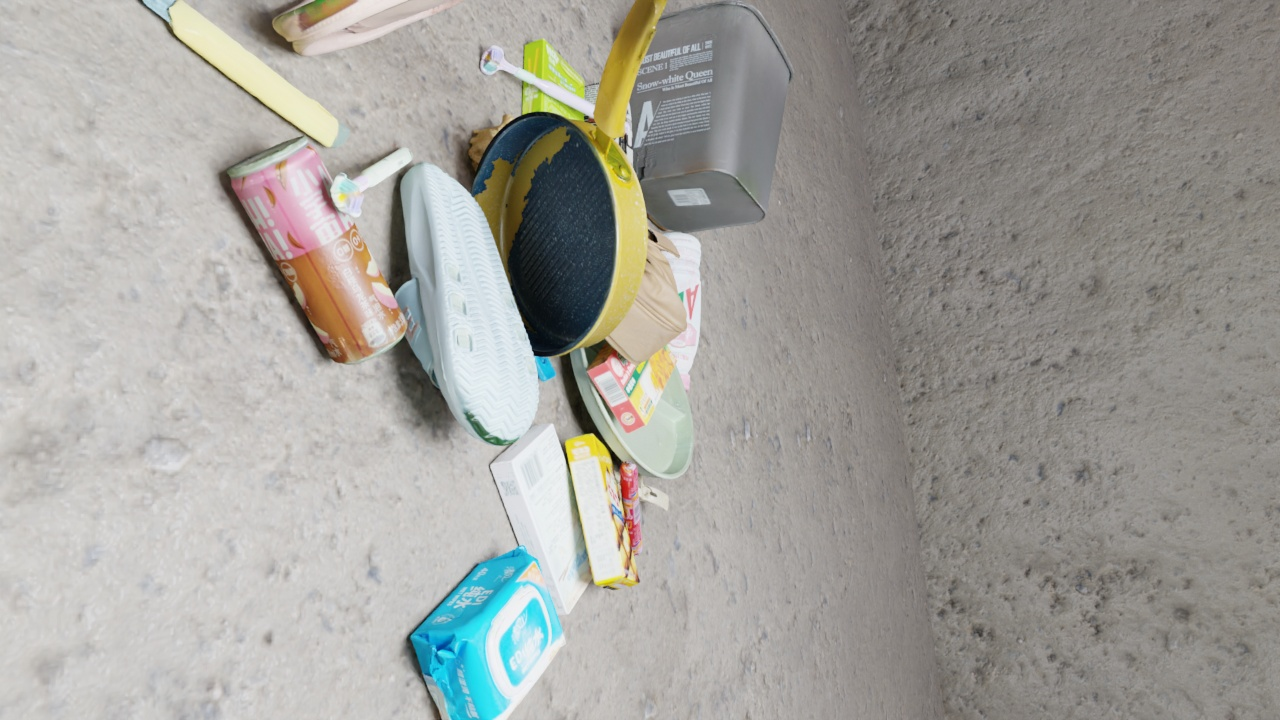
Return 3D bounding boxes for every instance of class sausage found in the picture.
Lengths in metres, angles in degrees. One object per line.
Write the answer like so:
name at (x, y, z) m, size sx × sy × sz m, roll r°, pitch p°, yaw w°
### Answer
sausage at (-0.010, 0.157, 0.955) m, size 0.020 × 0.020 × 0.156 m, roll -70°, pitch 163°, yaw -46°

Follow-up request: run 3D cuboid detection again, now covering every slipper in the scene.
slipper at (-0.152, -0.045, 0.726) m, size 0.104 × 0.074 × 0.245 m, roll 24°, pitch 44°, yaw -60°

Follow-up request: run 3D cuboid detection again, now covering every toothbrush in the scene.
toothbrush at (-0.189, -0.135, 0.665) m, size 0.189 × 0.020 × 0.029 m, roll -95°, pitch 168°, yaw -69°
toothbrush at (-0.080, -0.272, 0.940) m, size 0.189 × 0.029 × 0.021 m, roll 15°, pitch 28°, yaw -42°

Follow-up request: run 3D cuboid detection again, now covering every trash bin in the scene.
trash bin at (0.076, -0.297, 1.166) m, size 0.198 × 0.199 × 0.219 m, roll 32°, pitch 59°, yaw -56°

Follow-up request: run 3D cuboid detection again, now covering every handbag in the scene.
handbag at (-0.025, -0.099, 0.910) m, size 0.147 × 0.100 × 0.204 m, roll 36°, pitch 21°, yaw -39°
handbag at (-0.165, -0.281, 0.662) m, size 0.093 × 0.194 × 0.233 m, roll 62°, pitch 40°, yaw -29°

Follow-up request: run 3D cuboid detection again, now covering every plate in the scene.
plate at (-0.010, 0.023, 0.998) m, size 0.230 × 0.028 × 0.229 m, roll 45°, pitch 31°, yaw -39°

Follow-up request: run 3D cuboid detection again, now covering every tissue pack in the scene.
tissue pack at (-0.113, 0.217, 0.716) m, size 0.139 × 0.063 × 0.090 m, roll -41°, pitch 118°, yaw -61°

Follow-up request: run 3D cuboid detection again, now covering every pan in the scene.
pan at (-0.045, -0.147, 0.694) m, size 0.078 × 0.359 × 0.197 m, roll -9°, pitch 60°, yaw -44°

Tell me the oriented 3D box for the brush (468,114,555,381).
brush at (-0.113, -0.105, 0.871) m, size 0.083 × 0.046 × 0.255 m, roll -30°, pitch 112°, yaw -68°

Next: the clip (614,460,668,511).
clip at (-0.017, 0.140, 0.997) m, size 0.103 × 0.076 × 0.034 m, roll 59°, pitch 30°, yaw -56°

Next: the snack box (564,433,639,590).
snack box at (-0.037, 0.147, 0.883) m, size 0.087 × 0.034 × 0.140 m, roll 62°, pitch 11°, yaw -70°

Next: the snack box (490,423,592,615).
snack box at (-0.084, 0.145, 0.846) m, size 0.084 × 0.027 × 0.157 m, roll -46°, pitch 123°, yaw -61°

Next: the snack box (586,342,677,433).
snack box at (-0.006, 0.006, 0.952) m, size 0.077 × 0.027 × 0.155 m, roll 58°, pitch 25°, yaw -15°

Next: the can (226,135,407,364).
can at (-0.213, -0.071, 0.616) m, size 0.147 × 0.058 × 0.057 m, roll 67°, pitch 28°, yaw -25°

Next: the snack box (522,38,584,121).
snack box at (-0.092, -0.251, 0.973) m, size 0.085 × 0.026 × 0.156 m, roll 31°, pitch 55°, yaw -58°

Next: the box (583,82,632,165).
box at (-0.046, -0.238, 1.018) m, size 0.076 × 0.075 × 0.163 m, roll 28°, pitch 58°, yaw -53°

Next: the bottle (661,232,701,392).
bottle at (0.042, -0.057, 1.141) m, size 0.068 × 0.068 × 0.196 m, roll 26°, pitch 61°, yaw -60°

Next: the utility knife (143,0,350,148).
utility knife at (-0.258, -0.194, 0.612) m, size 0.176 × 0.019 × 0.031 m, roll 44°, pitch 39°, yaw -57°
